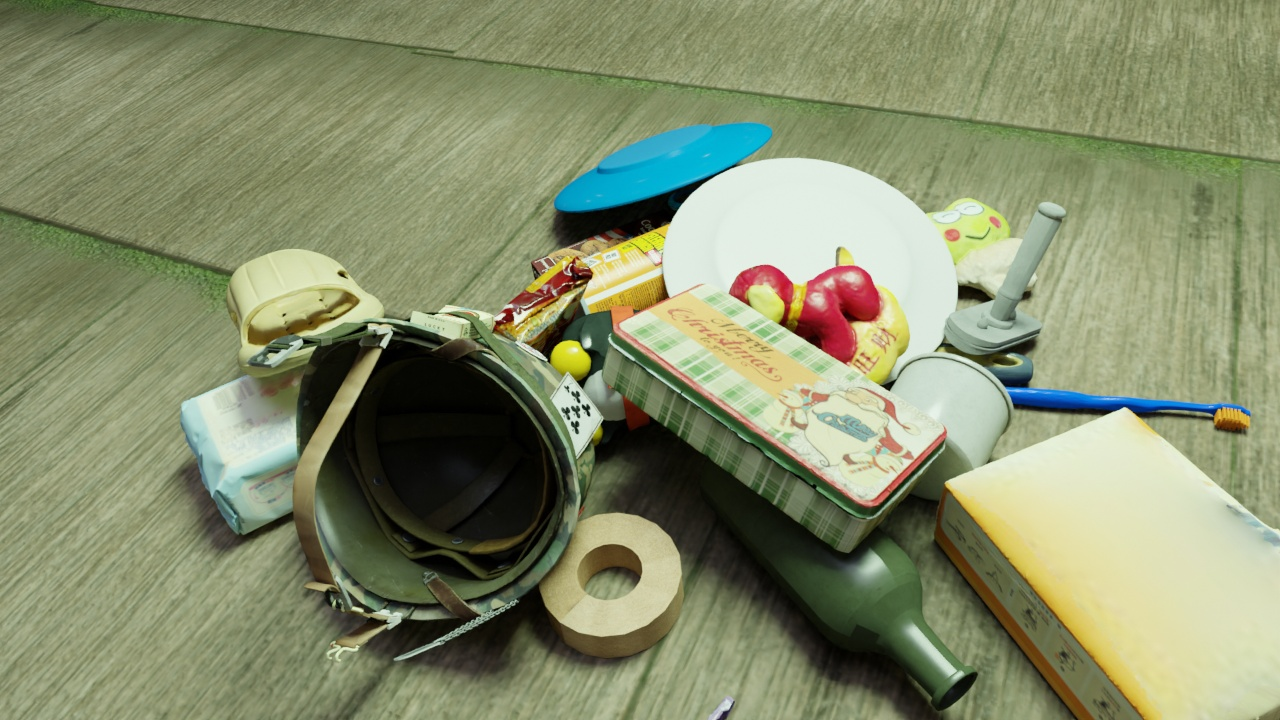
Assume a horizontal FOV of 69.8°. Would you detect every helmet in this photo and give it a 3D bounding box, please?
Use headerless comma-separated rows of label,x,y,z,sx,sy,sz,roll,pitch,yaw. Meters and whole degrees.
helmet,-0.133,0.065,0.574,0.225,0.193,0.235,9,13,41

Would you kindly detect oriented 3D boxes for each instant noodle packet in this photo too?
instant noodle packet,-0.087,-0.020,0.720,0.039,0.136,0.098,38,57,4

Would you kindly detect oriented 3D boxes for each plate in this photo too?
plate,0.017,-0.200,0.899,0.224,0.024,0.224,-17,22,7
plate,0.140,-0.082,0.751,0.242,0.016,0.242,1,58,-2

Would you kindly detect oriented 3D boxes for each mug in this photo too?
mug,0.197,0.047,0.651,0.113,0.084,0.070,-4,37,49

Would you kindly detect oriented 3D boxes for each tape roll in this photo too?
tape roll,-0.019,0.147,0.606,0.094,0.027,0.093,-4,44,4

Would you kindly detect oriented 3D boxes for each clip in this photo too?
clip,0.044,0.216,0.538,0.050,0.014,0.046,-7,44,-3

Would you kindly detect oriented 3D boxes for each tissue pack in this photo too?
tissue pack,-0.253,0.048,0.714,0.181,0.070,0.112,-26,46,-22

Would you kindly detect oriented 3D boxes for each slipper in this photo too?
slipper,-0.277,-0.052,0.742,0.111,0.079,0.262,-22,16,-17

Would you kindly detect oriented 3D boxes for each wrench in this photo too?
wrench,0.172,-0.007,0.744,0.274,0.022,0.073,7,44,15

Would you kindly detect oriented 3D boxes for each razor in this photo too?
razor,0.290,-0.066,0.702,0.088,0.116,0.047,-15,42,-38

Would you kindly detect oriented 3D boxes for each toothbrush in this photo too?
toothbrush,0.351,0.034,0.680,0.183,0.016,0.018,4,50,12

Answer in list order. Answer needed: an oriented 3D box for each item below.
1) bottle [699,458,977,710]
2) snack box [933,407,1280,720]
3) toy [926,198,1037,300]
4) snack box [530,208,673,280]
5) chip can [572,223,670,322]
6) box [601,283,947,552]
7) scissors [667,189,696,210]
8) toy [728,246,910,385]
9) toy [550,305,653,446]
bottle,0.122,0.127,0.576,0.071,0.071,0.207,-27,47,-19
snack box,0.296,0.128,0.544,0.145,0.081,0.195,-20,45,-12
toy,0.295,-0.097,0.805,0.092,0.046,0.115,-21,53,-18
snack box,-0.025,-0.092,0.852,0.140,0.032,0.051,-24,46,-16
chip can,0.036,-0.085,0.805,0.214,0.075,0.075,-24,46,-16
box,0.083,0.027,0.593,0.205,0.050,0.117,35,37,27
scissors,0.085,-0.152,0.915,0.133,0.012,0.134,-38,50,-25
toy,0.132,-0.034,0.675,0.137,0.067,0.105,21,83,3
toy,-0.004,0.004,0.704,0.119,0.098,0.099,-8,28,0
